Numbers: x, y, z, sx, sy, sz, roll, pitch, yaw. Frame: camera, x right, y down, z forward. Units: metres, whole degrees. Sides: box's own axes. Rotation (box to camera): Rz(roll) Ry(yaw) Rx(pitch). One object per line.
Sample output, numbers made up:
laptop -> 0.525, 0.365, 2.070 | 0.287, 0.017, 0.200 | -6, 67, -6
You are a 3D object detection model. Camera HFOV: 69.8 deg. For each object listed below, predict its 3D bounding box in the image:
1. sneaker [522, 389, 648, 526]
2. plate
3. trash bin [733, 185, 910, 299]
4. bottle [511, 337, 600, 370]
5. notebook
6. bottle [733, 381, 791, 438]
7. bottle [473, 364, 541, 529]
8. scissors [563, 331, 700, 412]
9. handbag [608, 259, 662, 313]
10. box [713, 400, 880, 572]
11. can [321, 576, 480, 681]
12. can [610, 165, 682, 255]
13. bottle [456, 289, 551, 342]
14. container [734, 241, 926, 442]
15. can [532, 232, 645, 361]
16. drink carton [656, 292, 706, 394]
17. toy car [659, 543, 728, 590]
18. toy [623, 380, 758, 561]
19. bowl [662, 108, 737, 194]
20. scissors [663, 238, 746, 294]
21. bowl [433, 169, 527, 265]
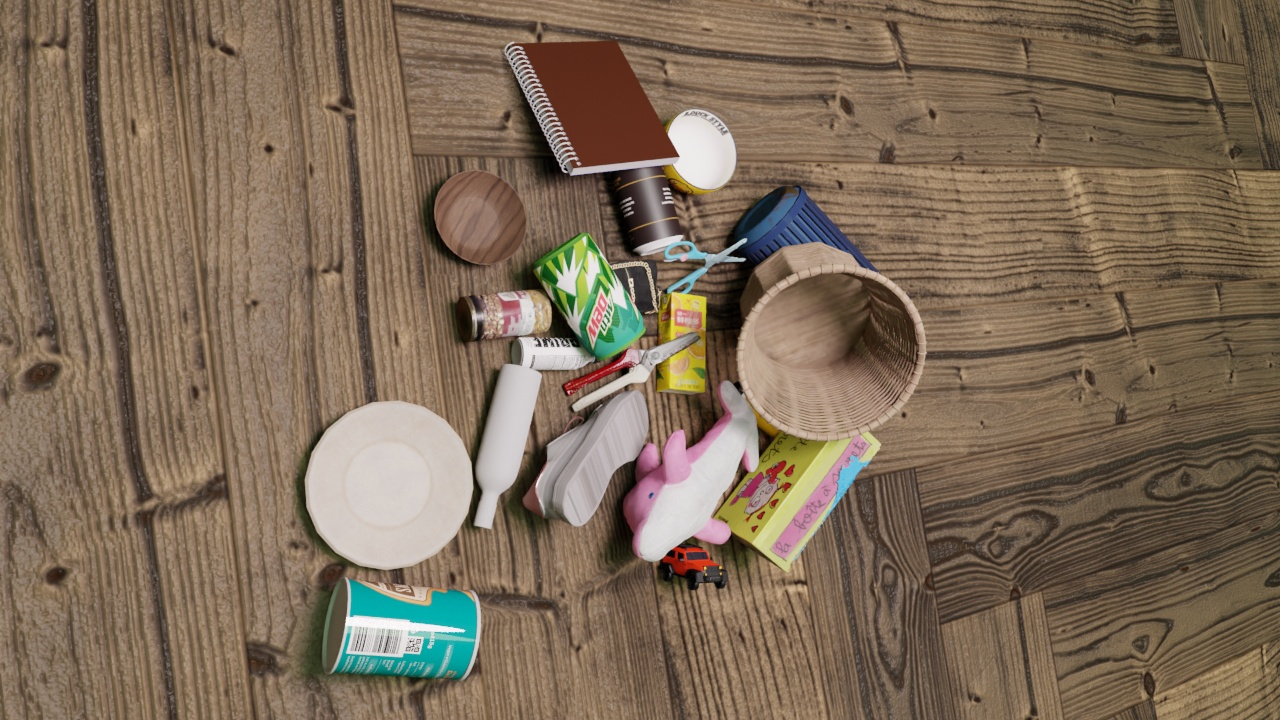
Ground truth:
sneaker -> -0.071, 0.112, 1.146 | 0.235, 0.090, 0.099 | -50, 136, -49
plate -> -0.286, 0.141, 1.048 | 0.188, 0.027, 0.188 | 5, 81, -29
trash bin -> 0.257, -0.129, 1.331 | 0.249, 0.139, 0.139 | 43, 65, -16
bottle -> -0.103, -0.008, 1.165 | 0.115, 0.041, 0.041 | 0, 83, -29
notebook -> -0.064, -0.336, 1.203 | 0.171, 0.022, 0.209 | -14, 67, -31
bottle -> 0.185, 0.081, 1.312 | 0.143, 0.043, 0.043 | 36, 67, -20
bottle -> -0.167, 0.105, 1.106 | 0.052, 0.053, 0.195 | 20, 74, -26
scissors -> -0.012, 0.003, 1.203 | 0.140, 0.015, 0.188 | 33, 80, -11
handbag -> -0.024, -0.091, 1.222 | 0.128, 0.054, 0.079 | -16, 102, -33
box -> 0.211, 0.164, 1.243 | 0.079, 0.124, 0.221 | 40, 84, -20
can -> -0.260, 0.294, 0.999 | 0.143, 0.099, 0.099 | 14, 76, -27
can -> 0.008, -0.211, 1.239 | 0.071, 0.072, 0.128 | -17, 91, -30
bottle -> -0.167, -0.056, 1.127 | 0.105, 0.056, 0.056 | -9, 87, -30
container -> 0.229, -0.039, 1.188 | 0.227, 0.196, 0.227 | 0, 111, 1
can -> -0.062, -0.078, 1.137 | 0.082, 0.083, 0.144 | -40, 103, -28
drink carton -> 0.056, -0.024, 1.256 | 0.058, 0.043, 0.134 | 7, 79, -27
toy car -> 0.067, 0.266, 1.186 | 0.051, 0.100, 0.049 | 6, 86, -31
toy -> 0.054, 0.147, 1.192 | 0.264, 0.128, 0.187 | -46, 129, -31
bowl -> 0.070, -0.286, 1.286 | 0.117, 0.068, 0.117 | 4, 81, -29
scissors -> 0.084, -0.125, 1.263 | 0.139, 0.118, 0.015 | 2, 42, -26
bowl -> -0.202, -0.174, 1.138 | 0.119, 0.032, 0.119 | 5, 81, -29
